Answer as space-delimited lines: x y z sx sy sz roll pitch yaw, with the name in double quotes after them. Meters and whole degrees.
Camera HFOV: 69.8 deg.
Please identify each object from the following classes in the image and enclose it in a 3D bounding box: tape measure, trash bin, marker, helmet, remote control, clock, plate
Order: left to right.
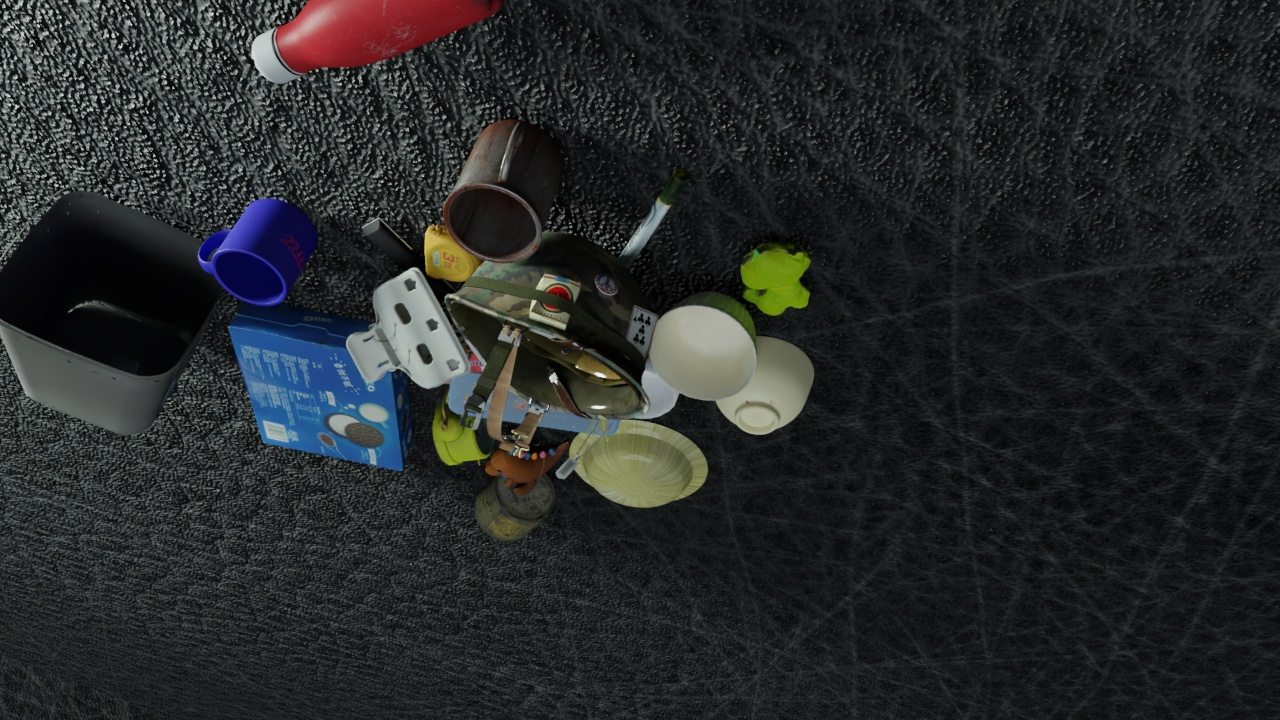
-0.598 -0.038 1.040 0.197 0.196 0.221 26 143 -17 "trash bin"
-0.251 -0.106 1.003 0.028 0.011 0.124 -20 129 31 "remote control"
-0.196 -0.113 0.967 0.059 0.030 0.068 12 141 1 "tape measure"
-0.227 0.081 1.152 0.057 0.083 0.119 -7 139 13 "clock"
-0.090 -0.008 0.894 0.224 0.235 0.193 37 160 18 "helmet"
-0.006 0.150 1.205 0.184 0.036 0.185 6 139 5 "plate"
0.008 -0.133 0.905 0.017 0.017 0.147 24 137 -13 "marker"

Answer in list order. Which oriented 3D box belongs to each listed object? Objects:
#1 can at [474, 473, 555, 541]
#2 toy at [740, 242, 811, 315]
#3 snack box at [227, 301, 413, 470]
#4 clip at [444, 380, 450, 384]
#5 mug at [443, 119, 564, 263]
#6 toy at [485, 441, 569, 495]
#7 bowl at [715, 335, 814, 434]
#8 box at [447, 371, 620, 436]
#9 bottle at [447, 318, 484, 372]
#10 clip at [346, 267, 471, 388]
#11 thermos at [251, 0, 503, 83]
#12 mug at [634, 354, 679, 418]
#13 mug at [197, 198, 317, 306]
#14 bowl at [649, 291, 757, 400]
-0.173 0.194 1.258 0.090 0.089 0.075 27 137 -16 "can"
0.135 -0.082 0.918 0.094 0.036 0.093 -19 135 39 "toy"
-0.396 0.036 1.164 0.195 0.056 0.239 12 138 1 "snack box"
-0.236 0.017 1.123 0.061 0.049 0.026 -13 141 -13 "clip"
-0.119 -0.167 0.833 0.096 0.110 0.123 15 139 -10 "mug"
-0.146 0.125 1.193 0.103 0.070 0.090 -29 154 12 "toy"
0.132 0.040 1.023 0.118 0.073 0.118 7 138 6 "bowl"
-0.124 0.049 1.096 0.209 0.052 0.067 8 138 -8 "box"
-0.206 -0.018 1.052 0.138 0.061 0.062 2 138 10 "bottle"
-0.249 -0.029 1.007 0.151 0.089 0.125 -19 99 42 "clip"
-0.225 -0.283 0.754 0.240 0.073 0.073 -12 133 26 "thermos"
-0.006 0.006 1.024 0.094 0.067 0.115 -23 128 34 "mug"
-0.413 -0.116 0.977 0.111 0.083 0.079 5 138 9 "mug"
0.072 -0.022 0.965 0.115 0.062 0.115 10 125 15 "bowl"
